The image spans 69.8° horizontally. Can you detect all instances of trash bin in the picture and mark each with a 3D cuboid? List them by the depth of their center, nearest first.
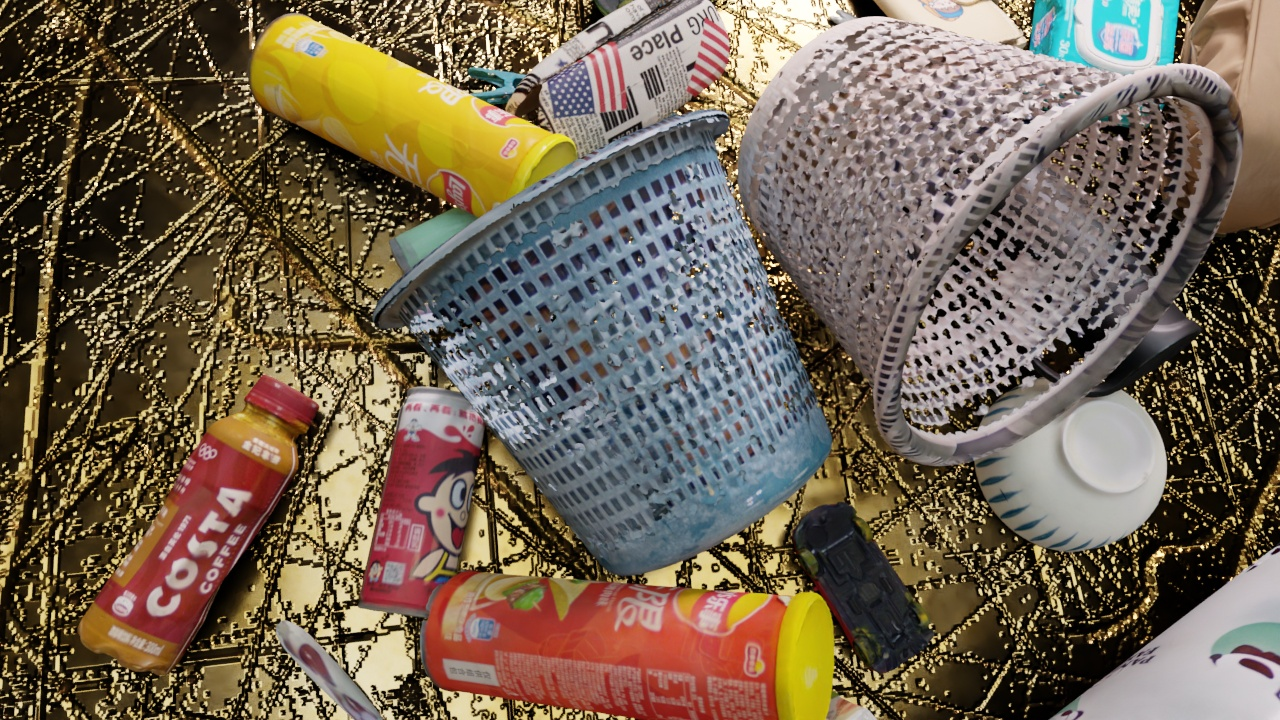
[{"bbox_3d":[0.348,0.227,0.474,0.251,0.230,0.229,-32,79,-17],"label":"trash bin"},{"bbox_3d":[0.164,-0.087,0.510,0.227,0.228,0.192,-29,48,-12],"label":"trash bin"},{"bbox_3d":[-0.003,0.003,0.519,0.226,0.227,0.195,-30,91,-12],"label":"trash bin"}]

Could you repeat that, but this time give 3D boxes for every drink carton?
[{"bbox_3d":[0.092,0.206,0.502,0.053,0.123,0.045,-36,90,-12],"label":"drink carton"}]

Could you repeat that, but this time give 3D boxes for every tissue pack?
[{"bbox_3d":[0.345,-0.243,0.685,0.093,0.050,0.133,13,74,0],"label":"tissue pack"}]

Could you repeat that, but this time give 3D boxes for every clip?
[{"bbox_3d":[-0.097,-0.195,0.656,0.056,0.014,0.039,2,75,-2],"label":"clip"}]

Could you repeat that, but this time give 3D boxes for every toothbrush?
[{"bbox_3d":[-0.149,0.221,0.534,0.187,0.017,0.016,44,75,7],"label":"toothbrush"},{"bbox_3d":[-0.068,-0.120,0.631,0.224,0.026,0.027,-30,48,-12],"label":"toothbrush"}]

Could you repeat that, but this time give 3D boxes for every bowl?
[{"bbox_3d":[0.283,0.061,0.588,0.116,0.066,0.116,1,74,-4],"label":"bowl"}]

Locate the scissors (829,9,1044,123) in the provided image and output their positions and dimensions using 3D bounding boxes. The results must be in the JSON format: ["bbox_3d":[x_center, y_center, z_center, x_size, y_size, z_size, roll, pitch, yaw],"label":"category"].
[{"bbox_3d":[0.221,-0.224,0.680,0.108,0.012,0.174,-32,82,11],"label":"scissors"}]

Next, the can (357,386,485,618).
[{"bbox_3d":[-0.130,0.086,0.554,0.053,0.053,0.132,9,74,-2],"label":"can"}]

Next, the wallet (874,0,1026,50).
[{"bbox_3d":[0.225,-0.264,0.682,0.087,0.024,0.115,-18,58,-17],"label":"wallet"}]

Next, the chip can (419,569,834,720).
[{"bbox_3d":[-0.011,0.153,0.485,0.217,0.073,0.073,-4,72,26],"label":"chip can"}]

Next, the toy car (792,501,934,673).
[{"bbox_3d":[0.135,0.139,0.572,0.049,0.031,0.106,-30,80,-13],"label":"toy car"}]

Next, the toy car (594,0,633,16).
[{"bbox_3d":[0.005,-0.281,0.675,0.091,0.036,0.043,-33,81,-13],"label":"toy car"}]

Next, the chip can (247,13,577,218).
[{"bbox_3d":[-0.147,-0.152,0.593,0.213,0.072,0.072,28,74,14],"label":"chip can"}]

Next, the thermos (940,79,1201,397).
[{"bbox_3d":[0.243,-0.087,0.600,0.090,0.068,0.242,-32,66,1],"label":"thermos"}]

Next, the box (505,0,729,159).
[{"bbox_3d":[-0.009,-0.193,0.629,0.162,0.076,0.088,-36,88,-21],"label":"box"}]

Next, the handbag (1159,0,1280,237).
[{"bbox_3d":[0.420,-0.191,0.632,0.100,0.148,0.204,13,72,20],"label":"handbag"}]

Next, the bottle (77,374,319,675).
[{"bbox_3d":[-0.253,0.092,0.541,0.057,0.057,0.174,27,74,3],"label":"bottle"}]
